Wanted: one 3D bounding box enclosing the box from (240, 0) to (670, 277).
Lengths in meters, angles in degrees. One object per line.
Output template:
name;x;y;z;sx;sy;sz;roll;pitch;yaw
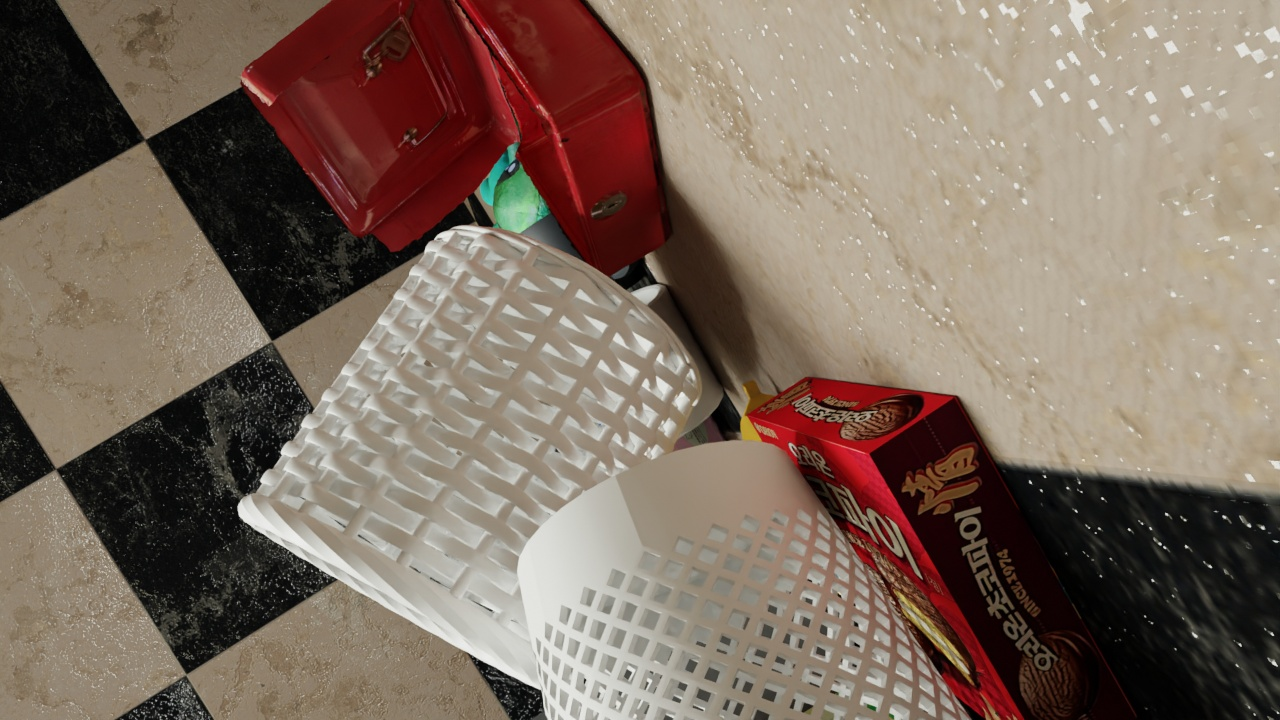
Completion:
box;-0.077;-0.117;0.500;0.170;0.156;0.157;35;167;21

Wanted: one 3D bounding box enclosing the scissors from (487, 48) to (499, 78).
scissors;-0.088;-0.204;0.667;0.179;0.015;0.185;61;172;-25

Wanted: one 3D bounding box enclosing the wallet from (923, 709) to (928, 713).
wallet;0.170;0.216;0.509;0.087;0.013;0.121;33;-147;-61

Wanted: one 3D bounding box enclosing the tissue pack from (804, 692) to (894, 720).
tissue pack;0.150;0.285;0.778;0.198;0.120;0.141;68;169;-24

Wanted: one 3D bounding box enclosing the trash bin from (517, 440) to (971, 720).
trash bin;0.044;0.151;0.358;0.196;0.195;0.199;68;177;-58

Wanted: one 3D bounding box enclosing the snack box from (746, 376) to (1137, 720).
snack box;0.113;0.076;0.387;0.132;0.036;0.152;59;173;-6

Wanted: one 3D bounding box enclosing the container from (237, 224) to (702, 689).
container;-0.087;0.054;0.516;0.189;0.186;0.189;25;158;11

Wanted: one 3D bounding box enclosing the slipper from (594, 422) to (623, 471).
slipper;-0.009;0.122;0.809;0.115;0.052;0.263;47;164;33

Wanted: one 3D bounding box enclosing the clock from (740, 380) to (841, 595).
clock;0.093;0.076;0.522;0.130;0.043;0.099;68;170;-19

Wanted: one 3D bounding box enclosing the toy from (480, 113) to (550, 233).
toy;-0.104;-0.149;0.819;0.193;0.072;0.131;-131;46;-55

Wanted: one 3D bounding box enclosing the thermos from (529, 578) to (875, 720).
thermos;0.051;0.210;0.596;0.082;0.240;0.082;60;178;4

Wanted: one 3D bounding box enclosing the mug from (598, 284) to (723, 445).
mug;-0.004;0.004;0.677;0.090;0.091;0.121;60;174;-14

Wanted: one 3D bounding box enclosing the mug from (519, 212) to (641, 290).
mug;-0.040;-0.082;0.696;0.105;0.071;0.077;-21;102;56

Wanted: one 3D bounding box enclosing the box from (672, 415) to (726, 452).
box;0.034;0.044;0.803;0.201;0.067;0.153;58;-159;1
